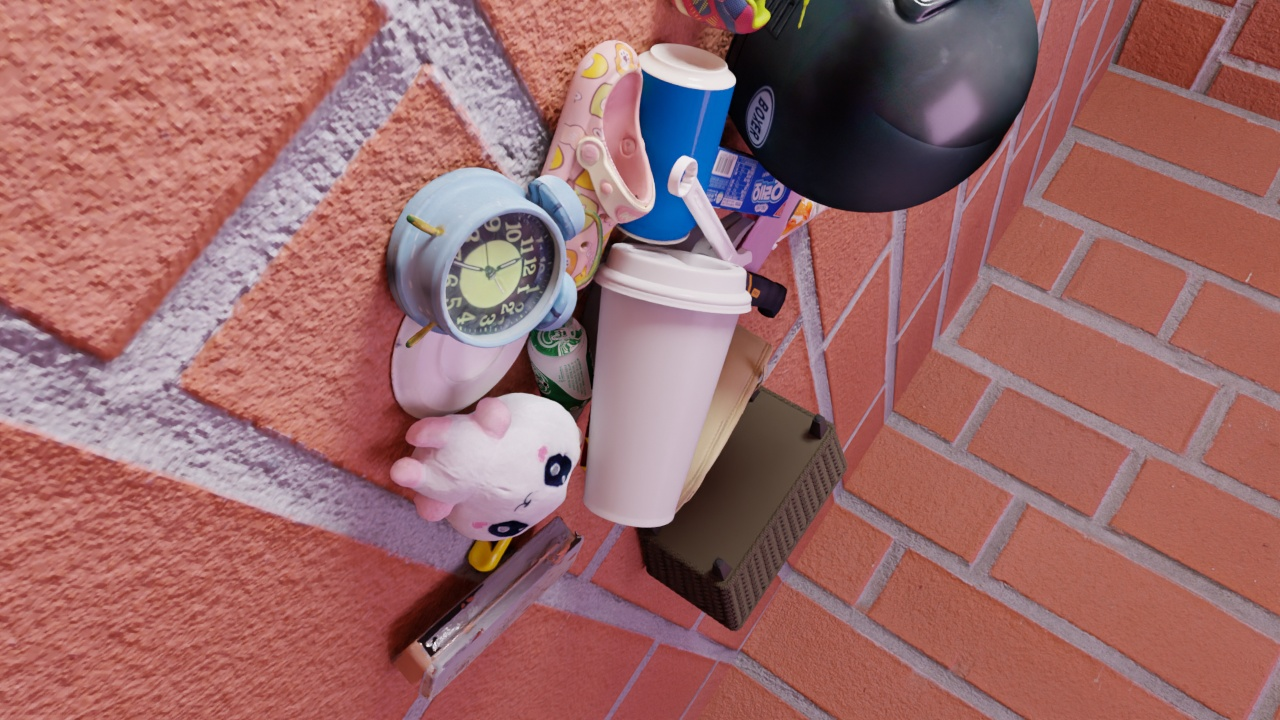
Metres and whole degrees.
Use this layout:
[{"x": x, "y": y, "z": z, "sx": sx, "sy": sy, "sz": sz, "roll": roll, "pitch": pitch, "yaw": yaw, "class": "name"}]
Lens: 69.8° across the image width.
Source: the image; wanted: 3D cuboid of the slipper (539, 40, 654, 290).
[{"x": -0.025, "y": -0.135, "z": 0.691, "sx": 0.093, "sy": 0.081, "sz": 0.198, "roll": -32, "pitch": 143, "yaw": -64, "class": "slipper"}]

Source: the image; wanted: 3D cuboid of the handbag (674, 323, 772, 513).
[{"x": 0.073, "y": 0.068, "z": 1.079, "sx": 0.232, "sy": 0.088, "sz": 0.191, "roll": -58, "pitch": 172, "yaw": -50, "class": "handbag"}]

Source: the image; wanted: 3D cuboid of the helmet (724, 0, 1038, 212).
[{"x": 0.235, "y": -0.274, "z": 0.836, "sx": 0.315, "sy": 0.236, "sz": 0.250, "roll": -50, "pitch": 166, "yaw": -28, "class": "helmet"}]

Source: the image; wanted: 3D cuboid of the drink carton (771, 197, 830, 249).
[{"x": 0.203, "y": -0.192, "z": 1.169, "sx": 0.122, "sy": 0.039, "sz": 0.069, "roll": -35, "pitch": 148, "yaw": -33, "class": "drink carton"}]

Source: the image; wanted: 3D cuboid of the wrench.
[{"x": 0.065, "y": -0.111, "z": 0.797, "sx": 0.047, "sy": 0.009, "sz": 0.273, "roll": -62, "pitch": 160, "yaw": -4, "class": "wrench"}]

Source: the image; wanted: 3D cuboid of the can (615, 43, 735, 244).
[{"x": 0.023, "y": -0.175, "z": 0.748, "sx": 0.078, "sy": 0.079, "sz": 0.146, "roll": -34, "pitch": 146, "yaw": -46, "class": "can"}]

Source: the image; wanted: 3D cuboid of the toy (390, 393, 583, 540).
[{"x": -0.125, "y": 0.082, "z": 0.741, "sx": 0.139, "sy": 0.101, "sz": 0.179, "roll": -52, "pitch": 151, "yaw": 11, "class": "toy"}]

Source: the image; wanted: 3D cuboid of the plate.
[{"x": -0.129, "y": -0.021, "z": 0.707, "sx": 0.156, "sy": 0.014, "sz": 0.157, "roll": -45, "pitch": 153, "yaw": -31, "class": "plate"}]

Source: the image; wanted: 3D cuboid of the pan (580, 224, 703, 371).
[{"x": -0.006, "y": 0.006, "z": 0.948, "sx": 0.200, "sy": 0.051, "sz": 0.357, "roll": -34, "pitch": 147, "yaw": -46, "class": "pan"}]

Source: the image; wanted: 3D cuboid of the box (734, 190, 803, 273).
[{"x": 0.162, "y": -0.197, "z": 1.066, "sx": 0.233, "sy": 0.037, "sz": 0.098, "roll": -58, "pitch": 158, "yaw": -2, "class": "box"}]

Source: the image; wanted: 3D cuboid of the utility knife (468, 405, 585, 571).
[{"x": -0.106, "y": 0.112, "z": 0.905, "sx": 0.213, "sy": 0.029, "sz": 0.020, "roll": -60, "pitch": 163, "yaw": -3, "class": "utility knife"}]

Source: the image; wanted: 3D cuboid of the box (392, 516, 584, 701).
[{"x": -0.148, "y": 0.240, "z": 0.918, "sx": 0.215, "sy": 0.063, "sz": 0.081, "roll": -39, "pitch": 173, "yaw": -40, "class": "box"}]

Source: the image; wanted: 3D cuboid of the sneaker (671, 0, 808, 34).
[{"x": 0.109, "y": -0.362, "z": 0.680, "sx": 0.116, "sy": 0.091, "sz": 0.242, "roll": -4, "pitch": 121, "yaw": -60, "class": "sneaker"}]

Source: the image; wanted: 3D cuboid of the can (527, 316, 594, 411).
[{"x": -0.068, "y": 0.004, "z": 0.808, "sx": 0.053, "sy": 0.053, "sz": 0.101, "roll": -49, "pitch": 159, "yaw": -23, "class": "can"}]

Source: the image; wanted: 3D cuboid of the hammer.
[{"x": 0.110, "y": -0.076, "z": 1.014, "sx": 0.139, "sy": 0.035, "sz": 0.312, "roll": -65, "pitch": 160, "yaw": 7, "class": "hammer"}]

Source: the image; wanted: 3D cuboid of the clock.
[{"x": -0.093, "y": -0.069, "z": 0.625, "sx": 0.161, "sy": 0.060, "sz": 0.118, "roll": -20, "pitch": 129, "yaw": -37, "class": "clock"}]

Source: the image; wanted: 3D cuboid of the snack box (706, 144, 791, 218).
[{"x": 0.088, "y": -0.180, "z": 0.906, "sx": 0.225, "sy": 0.059, "sz": 0.059, "roll": -11, "pitch": 124, "yaw": -61, "class": "snack box"}]

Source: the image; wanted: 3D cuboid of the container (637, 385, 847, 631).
[{"x": 0.149, "y": 0.197, "z": 1.354, "sx": 0.320, "sy": 0.176, "sz": 0.205, "roll": -52, "pitch": 153, "yaw": -17, "class": "container"}]

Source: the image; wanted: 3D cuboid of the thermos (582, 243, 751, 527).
[{"x": 0.011, "y": 0.022, "z": 0.773, "sx": 0.131, "sy": 0.132, "sz": 0.222, "roll": -14, "pitch": 118, "yaw": -60, "class": "thermos"}]

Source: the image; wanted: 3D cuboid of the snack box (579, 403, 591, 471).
[{"x": -0.020, "y": 0.042, "z": 0.885, "sx": 0.061, "sy": 0.025, "sz": 0.149, "roll": -27, "pitch": 140, "yaw": -42, "class": "snack box"}]
